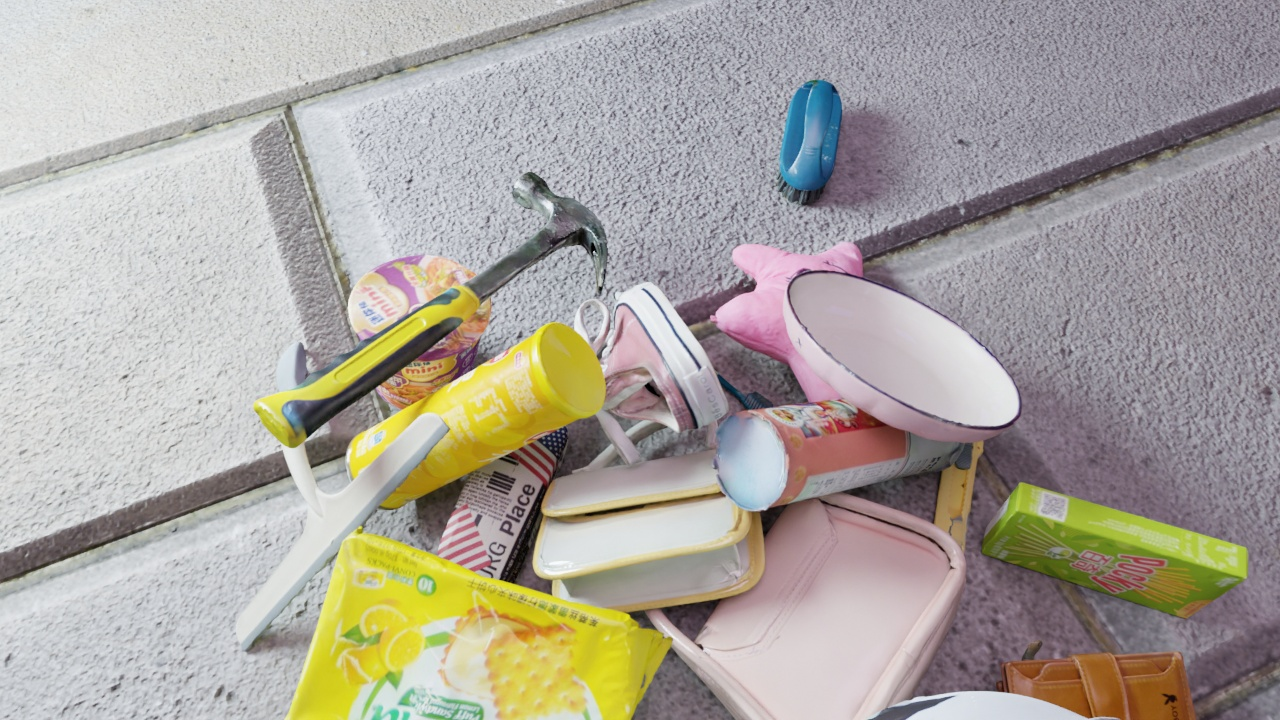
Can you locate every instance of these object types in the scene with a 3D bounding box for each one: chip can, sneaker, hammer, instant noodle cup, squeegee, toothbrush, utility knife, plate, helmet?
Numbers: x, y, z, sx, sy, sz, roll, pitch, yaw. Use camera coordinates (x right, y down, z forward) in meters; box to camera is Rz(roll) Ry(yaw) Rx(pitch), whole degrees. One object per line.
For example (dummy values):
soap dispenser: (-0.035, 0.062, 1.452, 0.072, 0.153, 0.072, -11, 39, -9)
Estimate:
chip can: (0.152, 0.062, 0.678, 0.214, 0.071, 0.071, -4, 52, -40)
sneaker: (-0.004, 0.004, 0.713, 0.088, 0.118, 0.241, -25, 18, -3)
hammer: (-0.147, -0.039, 0.713, 0.126, 0.032, 0.322, 37, 54, 16)
chip can: (-0.128, 0.047, 0.688, 0.214, 0.072, 0.072, -28, 53, 29)
instant noodle cup: (-0.183, -0.015, 0.770, 0.111, 0.099, 0.111, 6, 51, -7)
squeegee: (-0.272, 0.054, 0.737, 0.247, 0.039, 0.246, -46, 44, 14)
toothbrush: (0.046, -0.008, 0.815, 0.191, 0.018, 0.016, 40, 42, 22)
utility knife: (0.258, 0.106, 0.745, 0.031, 0.018, 0.151, 11, 64, 15)
plate: (0.189, 0.000, 0.689, 0.192, 0.039, 0.192, 18, 31, -12)
helmet: (0.160, 0.297, 0.523, 0.146, 0.229, 0.258, 16, 81, 49)

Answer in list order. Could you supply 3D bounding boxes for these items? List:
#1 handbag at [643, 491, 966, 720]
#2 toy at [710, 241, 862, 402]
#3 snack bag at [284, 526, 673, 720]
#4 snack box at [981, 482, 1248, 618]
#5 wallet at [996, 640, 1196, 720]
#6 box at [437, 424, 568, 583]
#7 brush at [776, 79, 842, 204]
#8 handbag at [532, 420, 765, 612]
handbag: (0.098, 0.170, 0.677, 0.234, 0.093, 0.192, 28, 63, 26)
toy: (0.144, -0.030, 0.790, 0.178, 0.075, 0.194, -5, 56, -18)
snack bag: (-0.115, 0.219, 0.626, 0.246, 0.068, 0.158, 16, 86, 9)
snack box: (0.344, 0.141, 0.677, 0.156, 0.086, 0.026, 17, 58, 10)
wallet: (0.314, 0.250, 0.628, 0.130, 0.035, 0.119, -2, 76, -5)
box: (-0.107, 0.110, 0.737, 0.074, 0.065, 0.164, 28, 61, -9)
brush: (0.172, -0.228, 0.915, 0.055, 0.074, 0.143, 13, 59, 4)
handbag: (0.005, 0.099, 0.703, 0.163, 0.063, 0.178, -12, 39, 12)
